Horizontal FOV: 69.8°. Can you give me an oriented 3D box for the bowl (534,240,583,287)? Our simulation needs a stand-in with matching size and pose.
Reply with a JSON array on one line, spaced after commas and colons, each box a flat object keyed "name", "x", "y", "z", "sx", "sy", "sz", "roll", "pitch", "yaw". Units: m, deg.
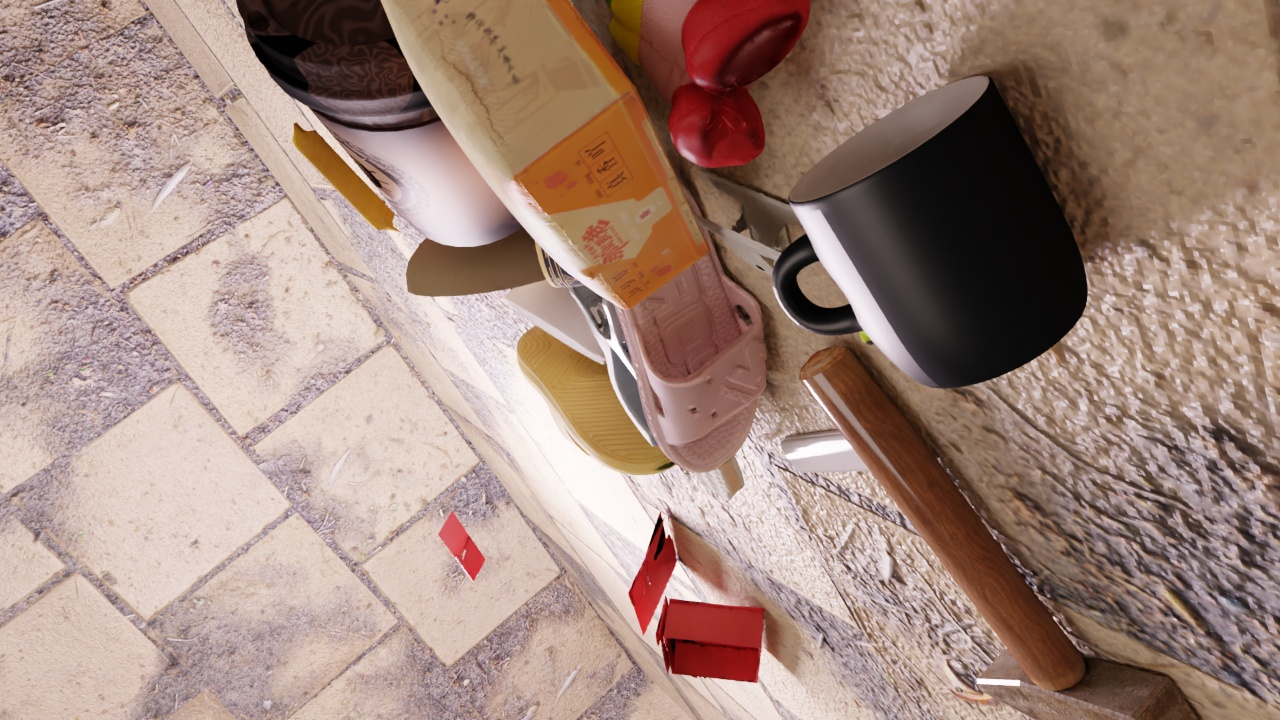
[{"name": "bowl", "x": -0.031, "y": -0.108, "z": 0.634, "sx": 0.061, "sy": 0.112, "sz": 0.112, "roll": -1, "pitch": 146, "yaw": 9}]

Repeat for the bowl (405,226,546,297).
[{"name": "bowl", "x": -0.147, "y": -0.103, "z": 0.862, "sx": 0.152, "sy": 0.152, "sz": 0.050, "roll": 22, "pitch": 124, "yaw": 58}]

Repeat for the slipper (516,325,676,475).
[{"name": "slipper", "x": -0.046, "y": 0.050, "z": 0.976, "sx": 0.263, "sy": 0.099, "sz": 0.078, "roll": 42, "pitch": 152, "yaw": 41}]

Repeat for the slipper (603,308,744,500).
[{"name": "slipper", "x": 0.033, "y": 0.006, "z": 0.762, "sx": 0.115, "sy": 0.052, "sz": 0.263, "roll": 32, "pitch": 151, "yaw": 53}]

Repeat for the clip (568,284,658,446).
[{"name": "clip", "x": -0.013, "y": 0.000, "z": 0.736, "sx": 0.112, "sy": 0.028, "sz": 0.163, "roll": 23, "pitch": 142, "yaw": 55}]

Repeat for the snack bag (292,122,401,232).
[{"name": "snack bag", "x": -0.205, "y": -0.125, "z": 0.638, "sx": 0.099, "sy": 0.020, "sz": 0.026, "roll": 48, "pitch": 174, "yaw": -23}]

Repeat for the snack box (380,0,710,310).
[{"name": "snack box", "x": -0.048, "y": -0.118, "z": 0.476, "sx": 0.145, "sy": 0.080, "sz": 0.195, "roll": 56, "pitch": -176, "yaw": 18}]

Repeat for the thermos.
[{"name": "thermos", "x": -0.144, "y": -0.189, "z": 0.627, "sx": 0.172, "sy": 0.172, "sz": 0.226, "roll": 45, "pitch": 169, "yaw": 20}]

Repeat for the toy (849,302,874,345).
[{"name": "toy", "x": 0.126, "y": -0.041, "z": 0.447, "sx": 0.093, "sy": 0.036, "sz": 0.094, "roll": 58, "pitch": 156, "yaw": -5}]

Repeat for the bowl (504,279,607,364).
[{"name": "bowl", "x": -0.069, "y": -0.048, "z": 0.884, "sx": 0.114, "sy": 0.050, "sz": 0.115, "roll": 32, "pitch": 175, "yaw": 3}]

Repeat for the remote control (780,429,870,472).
[{"name": "remote control", "x": 0.140, "y": 0.069, "z": 0.681, "sx": 0.033, "sy": 0.012, "sz": 0.131, "roll": 52, "pitch": 164, "yaw": -3}]

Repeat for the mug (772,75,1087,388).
[{"name": "mug", "x": 0.106, "y": -0.042, "z": 0.374, "sx": 0.122, "sy": 0.085, "sz": 0.094, "roll": -21, "pitch": 110, "yaw": 43}]

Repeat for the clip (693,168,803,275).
[{"name": "clip", "x": 0.070, "y": -0.079, "z": 0.544, "sx": 0.102, "sy": 0.056, "sz": 0.056, "roll": 36, "pitch": 114, "yaw": 44}]

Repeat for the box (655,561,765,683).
[{"name": "box", "x": 0.056, "y": 0.472, "z": 1.216, "sx": 0.198, "sy": 0.350, "sz": 0.217, "roll": 7, "pitch": 148, "yaw": 10}]

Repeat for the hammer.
[{"name": "hammer", "x": 0.199, "y": 0.114, "z": 0.582, "sx": 0.301, "sy": 0.037, "sz": 0.158, "roll": 52, "pitch": 163, "yaw": -4}]

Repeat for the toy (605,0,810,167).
[{"name": "toy", "x": 0.011, "y": -0.164, "z": 0.402, "sx": 0.124, "sy": 0.096, "sz": 0.131, "roll": 96, "pitch": 157, "yaw": -64}]

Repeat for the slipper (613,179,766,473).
[{"name": "slipper", "x": 0.039, "y": -0.015, "z": 0.630, "sx": 0.064, "sy": 0.094, "sz": 0.239, "roll": 36, "pitch": 153, "yaw": 52}]
